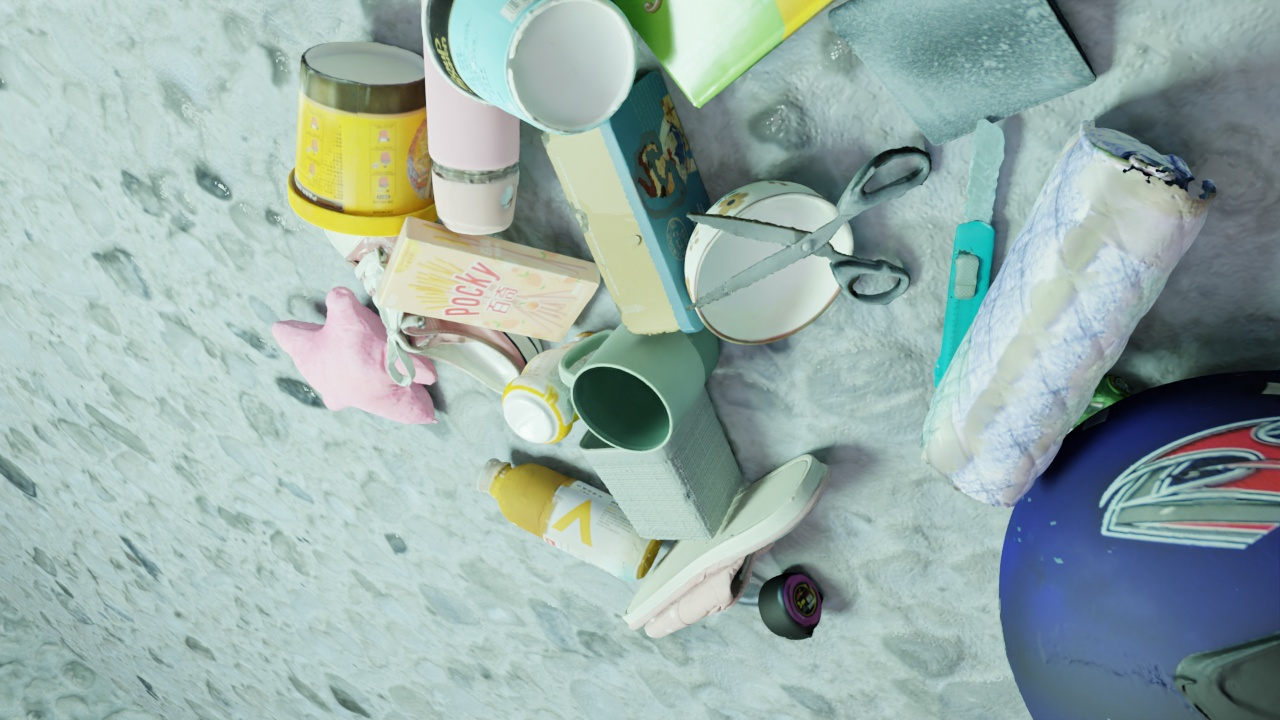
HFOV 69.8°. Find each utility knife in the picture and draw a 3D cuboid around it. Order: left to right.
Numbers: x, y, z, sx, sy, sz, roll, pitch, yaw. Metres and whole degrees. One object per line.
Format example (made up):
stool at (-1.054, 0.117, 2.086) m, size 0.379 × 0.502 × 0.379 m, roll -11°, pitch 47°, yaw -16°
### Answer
utility knife at (0.211, -0.053, 0.592) m, size 0.029 × 0.013 × 0.217 m, roll 8°, pitch 130°, yaw 19°

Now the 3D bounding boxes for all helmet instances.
helmet at (0.362, 0.126, 0.492) m, size 0.316 × 0.246 × 0.240 m, roll 1°, pitch 103°, yaw 18°

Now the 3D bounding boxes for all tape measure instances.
tape measure at (0.135, 0.223, 0.834) m, size 0.058 × 0.056 × 0.039 m, roll 42°, pitch 137°, yaw -16°

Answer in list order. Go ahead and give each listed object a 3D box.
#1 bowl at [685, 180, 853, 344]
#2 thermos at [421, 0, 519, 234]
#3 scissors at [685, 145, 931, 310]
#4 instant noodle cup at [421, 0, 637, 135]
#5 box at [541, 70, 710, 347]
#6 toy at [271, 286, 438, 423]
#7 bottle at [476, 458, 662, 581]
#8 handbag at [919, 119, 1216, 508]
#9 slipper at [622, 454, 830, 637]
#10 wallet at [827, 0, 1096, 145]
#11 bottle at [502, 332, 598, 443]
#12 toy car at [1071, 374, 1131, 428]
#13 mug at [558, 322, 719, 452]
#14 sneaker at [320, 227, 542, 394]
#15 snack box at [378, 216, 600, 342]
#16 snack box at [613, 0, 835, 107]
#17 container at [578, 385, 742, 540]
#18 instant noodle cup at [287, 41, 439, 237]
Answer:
bowl at (0.078, -0.073, 0.616) m, size 0.062 × 0.113 × 0.114 m, roll -121°, pitch 22°, yaw -48°
thermos at (-0.112, -0.192, 0.648) m, size 0.067 × 0.087 × 0.199 m, roll 17°, pitch 125°, yaw 20°
scissors at (0.110, -0.076, 0.577) m, size 0.181 × 0.014 × 0.160 m, roll 20°, pitch 117°, yaw -32°
instant noodle cup at (-0.060, -0.188, 0.546) m, size 0.120 × 0.111 × 0.111 m, roll 49°, pitch 152°, yaw 48°
box at (0.005, -0.100, 0.637) m, size 0.060 × 0.089 × 0.184 m, roll -7°, pitch 122°, yaw 35°
toy at (-0.276, 0.011, 0.914) m, size 0.195 × 0.074 × 0.178 m, roll -20°, pitch 122°, yaw 45°
bottle at (-0.072, 0.149, 0.896) m, size 0.189 × 0.067 × 0.068 m, roll 23°, pitch 133°, yaw 15°
handbag at (0.228, -0.027, 0.501) m, size 0.075 × 0.133 × 0.194 m, roll 26°, pitch 120°, yaw 15°
slipper at (0.075, 0.170, 0.795) m, size 0.054 × 0.113 × 0.275 m, roll 42°, pitch 130°, yaw -2°
wallet at (0.174, -0.169, 0.493) m, size 0.097 × 0.019 × 0.120 m, roll -16°, pitch 143°, yaw 40°
bottle at (-0.065, 0.019, 0.760) m, size 0.063 × 0.108 × 0.063 m, roll 18°, pitch 132°, yaw 21°
toy car at (0.273, 0.020, 0.602) m, size 0.091 × 0.036 × 0.043 m, roll 26°, pitch 133°, yaw 7°
mug at (-0.004, 0.004, 0.711) m, size 0.112 × 0.106 × 0.082 m, roll 12°, pitch 131°, yaw 23°
sneaker at (-0.195, -0.051, 0.800) m, size 0.241 × 0.087 × 0.119 m, roll 44°, pitch 135°, yaw -7°
snack box at (-0.120, -0.061, 0.730) m, size 0.157 × 0.026 × 0.085 m, roll 11°, pitch 141°, yaw -25°
snack box at (0.063, -0.261, 0.484) m, size 0.157 × 0.069 × 0.211 m, roll 49°, pitch 134°, yaw -11°
container at (0.023, 0.087, 0.776) m, size 0.090 × 0.090 × 0.114 m, roll -6°, pitch 124°, yaw 36°
instant noodle cup at (-0.208, -0.172, 0.698) m, size 0.118 × 0.118 × 0.115 m, roll 22°, pitch 126°, yaw 16°
